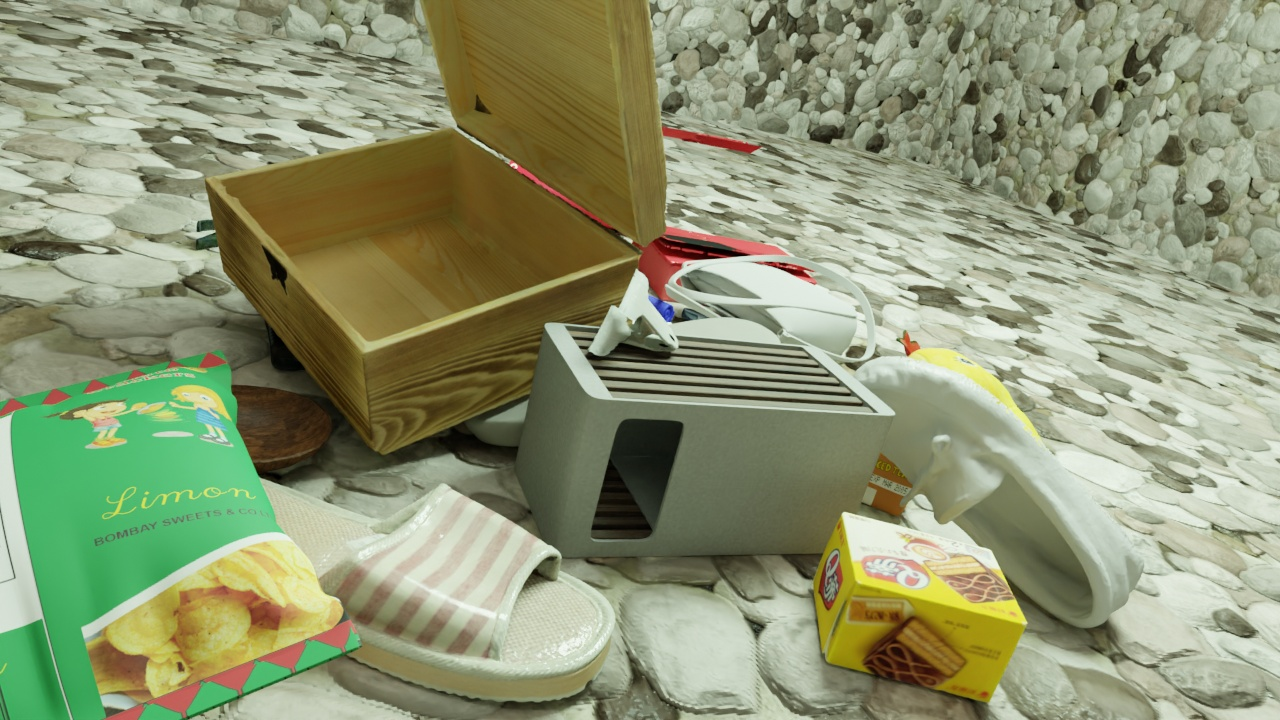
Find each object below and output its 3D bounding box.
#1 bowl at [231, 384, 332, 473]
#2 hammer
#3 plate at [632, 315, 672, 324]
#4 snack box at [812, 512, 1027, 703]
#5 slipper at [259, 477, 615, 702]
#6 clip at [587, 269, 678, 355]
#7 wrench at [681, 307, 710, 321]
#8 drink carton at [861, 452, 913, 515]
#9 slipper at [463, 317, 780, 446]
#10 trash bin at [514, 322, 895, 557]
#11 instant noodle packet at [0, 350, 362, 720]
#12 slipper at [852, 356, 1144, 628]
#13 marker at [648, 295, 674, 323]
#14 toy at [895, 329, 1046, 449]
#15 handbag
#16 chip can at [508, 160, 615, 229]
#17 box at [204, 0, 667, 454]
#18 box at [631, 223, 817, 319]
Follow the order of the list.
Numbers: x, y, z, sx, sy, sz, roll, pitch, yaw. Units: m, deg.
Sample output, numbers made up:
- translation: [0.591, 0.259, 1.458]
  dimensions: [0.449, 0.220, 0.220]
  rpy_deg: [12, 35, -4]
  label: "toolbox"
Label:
- translation: [-0.263, 0.050, 0.600]
  dimensions: [0.114, 0.026, 0.102]
  rpy_deg: [5, 24, -21]
  label: "bowl"
- translation: [-0.337, -0.072, 0.848]
  dimensions: [0.130, 0.032, 0.318]
  rpy_deg: [3, 25, -28]
  label: "hammer"
- translation: [-0.025, -0.052, 1.018]
  dimensions: [0.134, 0.011, 0.134]
  rpy_deg: [12, 22, -5]
  label: "plate"
- translation: [0.170, 0.152, 0.575]
  dimensions: [0.106, 0.061, 0.083]
  rpy_deg: [14, 22, 0]
  label: "snack box"
- translation: [-0.139, 0.107, 0.505]
  dimensions: [0.263, 0.052, 0.114]
  rpy_deg: [17, 23, 7]
  label: "slipper"
- translation: [-0.004, -0.027, 0.638]
  dimensions: [0.058, 0.052, 0.102]
  rpy_deg: [-12, 19, 12]
  label: "clip"
- translation: [0.119, 0.003, 0.959]
  dimensions: [0.073, 0.022, 0.273]
  rpy_deg: [5, 22, -37]
  label: "wrench"
- translation: [0.209, 0.079, 0.795]
  dimensions: [0.076, 0.049, 0.124]
  rpy_deg: [21, 23, 17]
  label: "drink carton"
- translation: [-0.011, 0.036, 0.749]
  dimensions: [0.265, 0.081, 0.113]
  rpy_deg: [-15, 26, -21]
  label: "slipper"
- translation: [0.041, 0.057, 0.653]
  dimensions: [0.228, 0.115, 0.114]
  rpy_deg: [4, 24, -24]
  label: "trash bin"
- translation: [-0.264, 0.081, 0.417]
  dimensions: [0.195, 0.090, 0.253]
  rpy_deg: [-17, 39, -29]
  label: "instant noodle packet"
- translation: [0.249, 0.094, 0.674]
  dimensions: [0.247, 0.112, 0.074]
  rpy_deg: [45, 39, 11]
  label: "slipper"
- translation: [-0.025, -0.075, 1.024]
  dimensions: [0.133, 0.023, 0.027]
  rpy_deg: [25, 3, 25]
  label: "marker"
- translation: [0.314, 0.056, 0.868]
  dimensions: [0.207, 0.092, 0.133]
  rpy_deg: [39, 11, 30]
  label: "toy"
- translation: [0.129, -0.066, 1.015]
  dimensions: [0.222, 0.096, 0.216]
  rpy_deg: [5, 21, -39]
  label: "handbag"
- translation: [-0.090, -0.241, 1.360]
  dimensions: [0.220, 0.069, 0.069]
  rpy_deg: [14, 22, 0]
  label: "chip can"
- translation: [-0.140, -0.175, 0.680]
  dimensions: [0.285, 0.335, 0.279]
  rpy_deg: [-22, 44, -35]
  label: "box"
- translation: [0.095, -0.087, 1.218]
  dimensions: [0.213, 0.153, 0.164]
  rpy_deg: [7, 21, -21]
  label: "box"
